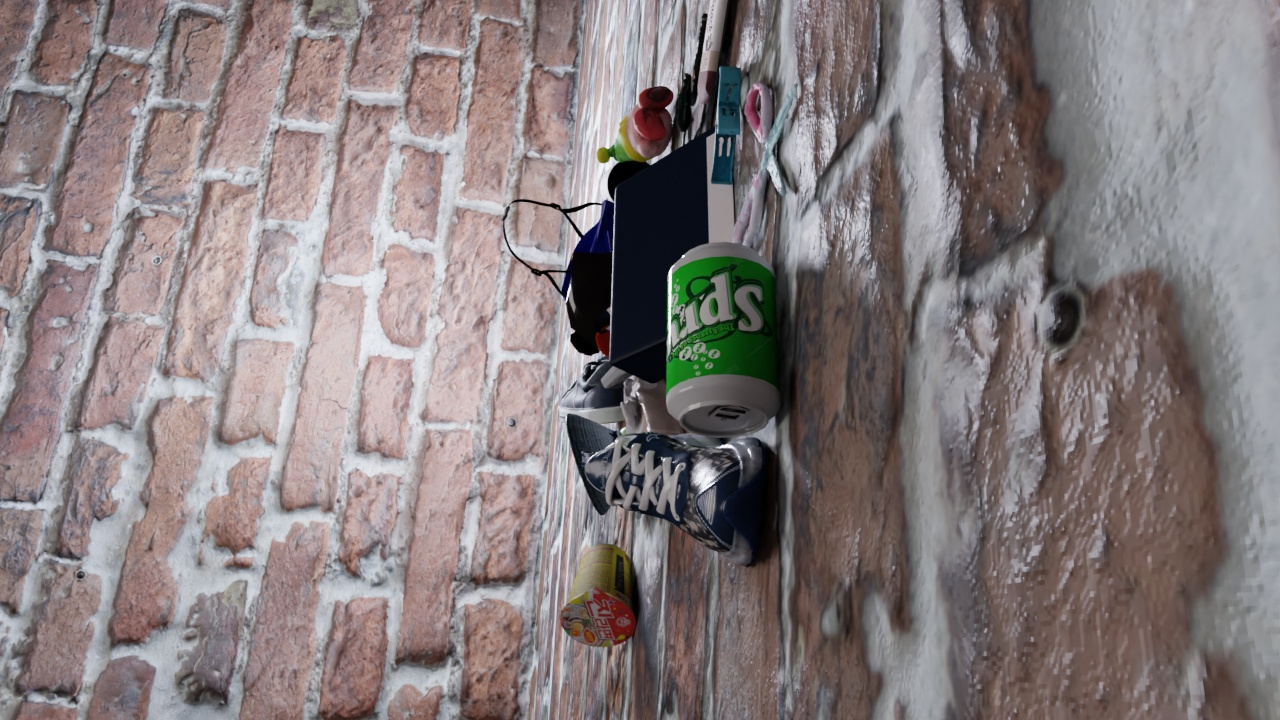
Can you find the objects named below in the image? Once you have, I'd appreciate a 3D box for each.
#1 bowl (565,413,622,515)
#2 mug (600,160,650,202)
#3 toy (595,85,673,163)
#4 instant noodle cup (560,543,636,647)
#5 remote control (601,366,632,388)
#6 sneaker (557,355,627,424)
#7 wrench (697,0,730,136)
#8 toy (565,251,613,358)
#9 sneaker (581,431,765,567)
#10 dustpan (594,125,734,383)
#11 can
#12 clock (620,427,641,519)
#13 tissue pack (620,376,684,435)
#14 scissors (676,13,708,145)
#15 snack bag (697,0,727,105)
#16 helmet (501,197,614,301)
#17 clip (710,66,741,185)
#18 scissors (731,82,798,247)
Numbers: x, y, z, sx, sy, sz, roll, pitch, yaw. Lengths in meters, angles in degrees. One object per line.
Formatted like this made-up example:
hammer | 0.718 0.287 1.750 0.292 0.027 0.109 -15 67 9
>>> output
bowl | -0.044 0.123 1.164 0.137 0.057 0.137 -18 -92 -87
mug | -0.012 -0.253 1.415 0.097 0.078 0.112 -139 27 -79
toy | -0.006 -0.332 1.319 0.132 0.097 0.124 117 160 -61
instant noodle cup | -0.052 0.313 1.245 0.112 0.100 0.100 -84 4 -58
remote control | -0.007 0.007 1.210 0.019 0.074 0.151 62 167 4
sneaker | -0.069 0.037 1.469 0.295 0.120 0.127 163 100 -77
wrench | 0.086 -0.341 1.040 0.070 0.010 0.274 -113 30 -71
toy | -0.035 -0.076 1.223 0.159 0.140 0.184 -43 -4 -3
sneaker | 0.020 0.105 0.786 0.269 0.132 0.103 -172 90 -80
dustpan | 0.021 -0.096 1.017 0.274 0.080 0.235 -23 54 38
can | 0.065 -0.016 0.726 0.088 0.087 0.139 114 160 -63
clock | -0.014 0.144 1.248 0.119 0.042 0.095 -94 15 -49
tissue pack | 0.006 0.082 1.108 0.181 0.071 0.104 -97 14 -67
scissors | 0.061 -0.324 1.067 0.202 0.015 0.205 71 -151 -82
snack bag | 0.080 -0.363 1.009 0.057 0.013 0.158 -120 37 -72
helmet | -0.095 -0.156 1.359 0.242 0.227 0.147 111 172 -59
clip | 0.086 -0.246 0.897 0.097 0.026 0.116 98 178 -63
scissors | 0.106 -0.172 0.808 0.170 0.013 0.177 -100 19 -51
